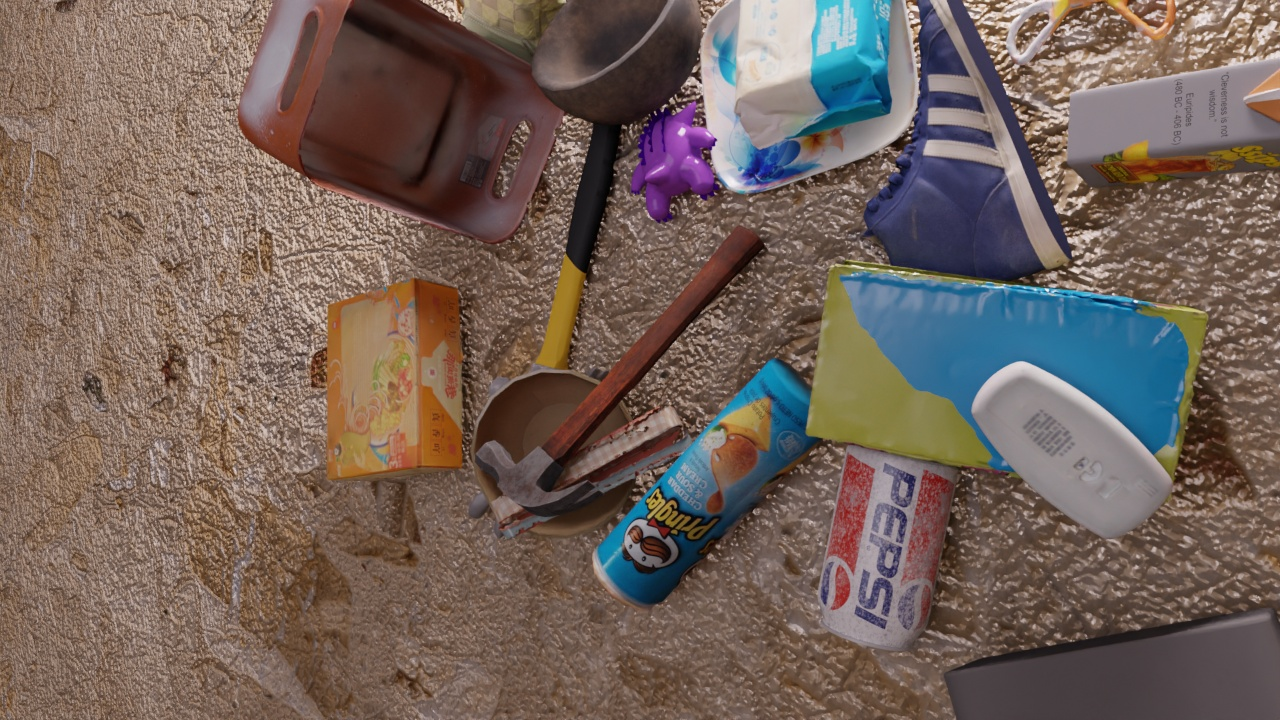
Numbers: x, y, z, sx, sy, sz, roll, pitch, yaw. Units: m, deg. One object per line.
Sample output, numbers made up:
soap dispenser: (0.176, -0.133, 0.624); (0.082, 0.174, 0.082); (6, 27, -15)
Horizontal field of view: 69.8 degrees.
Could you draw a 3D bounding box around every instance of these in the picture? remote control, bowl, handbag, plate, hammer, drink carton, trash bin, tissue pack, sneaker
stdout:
remote control: (0.246, 0.050, 0.531); (0.114, 0.028, 0.060); (41, 110, 9)
bowl: (-0.073, 0.081, 0.832); (0.152, 0.050, 0.152); (1, 95, 7)
handbag: (-0.107, -0.378, 0.890); (0.113, 0.116, 0.187); (32, 147, 10)
plate: (0.138, -0.241, 0.770); (0.187, 0.016, 0.187); (-14, 75, 34)
hammer: (-0.005, 0.004, 0.765); (0.300, 0.028, 0.111); (-48, 50, -5)
drink carton: (0.343, -0.146, 0.575); (0.125, 0.076, 0.048); (1, 83, 40)
bowl: (-0.014, -0.281, 0.829); (0.163, 0.070, 0.162); (-21, 49, 26)
trash bin: (-0.231, -0.242, 0.888); (0.157, 0.259, 0.181); (29, 100, 37)
tissue pack: (0.136, -0.272, 0.716); (0.117, 0.066, 0.209); (-8, 69, 34)
hammer: (-0.061, -0.102, 0.888); (0.127, 0.029, 0.323); (13, 90, 36)
sneaker: (0.207, -0.153, 0.668); (0.119, 0.091, 0.233); (-26, 77, 33)
trash bin: (0.304, 0.273, 0.527); (0.192, 0.097, 0.219); (-24, 69, 31)

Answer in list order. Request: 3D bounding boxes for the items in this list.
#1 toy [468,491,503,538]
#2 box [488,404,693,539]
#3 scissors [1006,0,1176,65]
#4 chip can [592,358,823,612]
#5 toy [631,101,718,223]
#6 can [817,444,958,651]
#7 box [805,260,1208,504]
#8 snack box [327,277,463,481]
toy: (-0.129, 0.119, 0.902); (0.049, 0.030, 0.112); (33, 98, 19)
box: (-0.047, 0.091, 0.782); (0.187, 0.058, 0.060); (-29, 38, 8)
scissors: (0.315, -0.258, 0.649); (0.130, 0.011, 0.125); (-45, 61, 22)
chip can: (0.058, 0.103, 0.740); (0.230, 0.079, 0.080); (-49, 59, 19)
toy: (0.025, -0.182, 0.818); (0.106, 0.055, 0.088); (-24, 57, 41)
can: (0.174, 0.128, 0.652); (0.078, 0.078, 0.136); (11, 90, 36)
box: (0.228, 0.008, 0.591); (0.221, 0.082, 0.124); (8, 100, 19)
snack box: (-0.257, 0.025, 0.976); (0.145, 0.080, 0.195); (-11, 77, 35)
